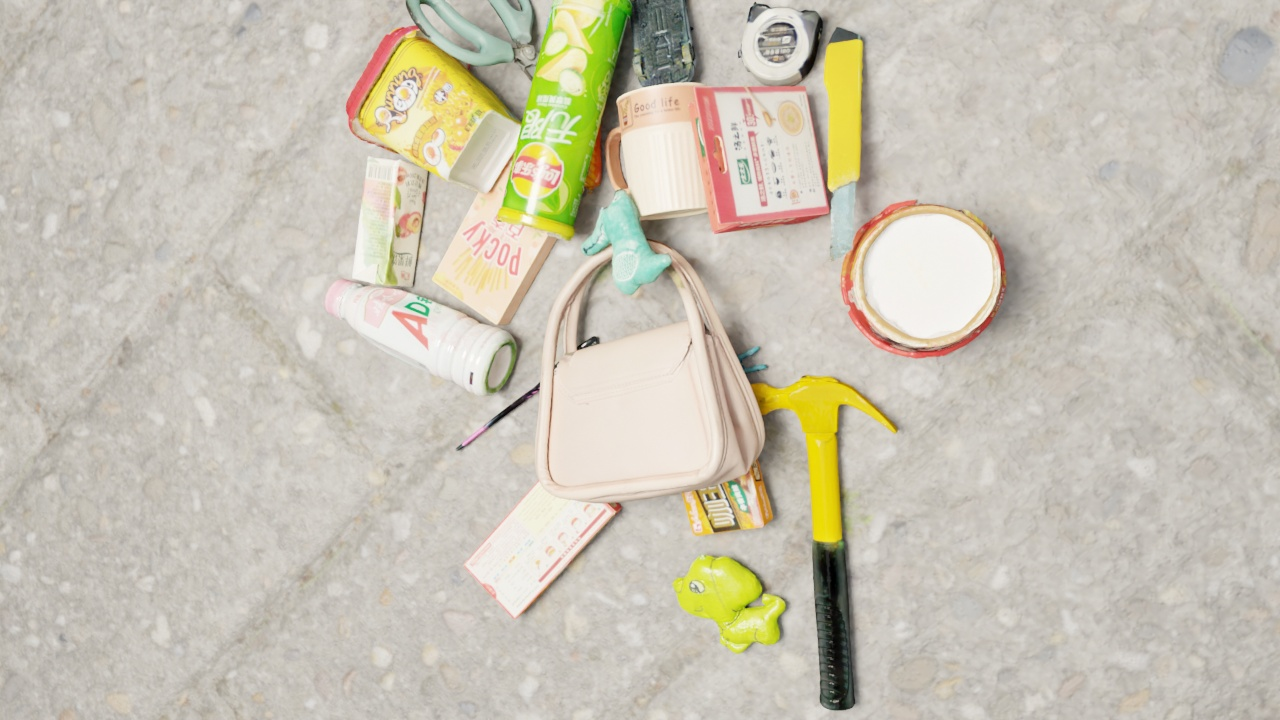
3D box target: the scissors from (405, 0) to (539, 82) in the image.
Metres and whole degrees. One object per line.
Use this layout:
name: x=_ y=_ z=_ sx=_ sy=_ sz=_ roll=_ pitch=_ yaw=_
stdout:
scissors: x=-0.137 y=-0.293 z=0.829 sx=0.019 sy=0.170 sz=0.177 roll=-31 pitch=93 yaw=47

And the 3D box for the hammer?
hammer: x=0.169 y=0.163 z=0.823 sx=0.129 sy=0.032 sz=0.301 roll=-3 pitch=93 yaw=17

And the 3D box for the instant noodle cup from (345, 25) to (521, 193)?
instant noodle cup: x=-0.182 y=-0.222 z=0.842 sx=0.123 sy=0.116 sz=0.116 roll=40 pitch=103 yaw=16

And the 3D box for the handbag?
handbag: x=-0.005 y=0.005 z=0.813 sx=0.194 sy=0.093 sz=0.234 roll=-14 pitch=81 yaw=29

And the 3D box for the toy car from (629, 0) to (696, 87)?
toy car: x=0.019 y=-0.298 z=0.828 sx=0.054 sy=0.036 sz=0.120 roll=-10 pitch=82 yaw=17

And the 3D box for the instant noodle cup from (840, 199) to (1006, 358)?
instant noodle cup: x=0.231 y=-0.065 z=0.749 sx=0.138 sy=0.108 sz=0.138 roll=1 pitch=95 yaw=15

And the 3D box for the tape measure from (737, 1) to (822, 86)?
tape measure: x=0.121 y=-0.274 z=0.802 sx=0.066 sy=0.033 sz=0.066 roll=17 pitch=96 yaw=15

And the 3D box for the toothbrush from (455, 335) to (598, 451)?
toothbrush: x=-0.112 y=0.037 z=0.901 sx=0.189 sy=0.014 sz=0.018 roll=-38 pitch=93 yaw=15

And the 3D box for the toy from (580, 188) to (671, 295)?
toy: x=-0.016 y=-0.100 z=0.793 sx=0.097 sy=0.030 sz=0.092 roll=-32 pitch=68 yaw=43

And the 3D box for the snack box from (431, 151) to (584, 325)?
snack box: x=-0.129 y=-0.121 z=0.886 sx=0.084 sy=0.026 sz=0.157 roll=33 pitch=102 yaw=11

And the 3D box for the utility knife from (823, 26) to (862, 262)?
utility knife: x=0.170 y=-0.184 z=0.775 sx=0.033 sy=0.015 sz=0.216 roll=-2 pitch=75 yaw=24

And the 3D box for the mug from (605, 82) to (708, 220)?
mug: x=0.014 y=-0.181 z=0.821 sx=0.115 sy=0.081 sz=0.106 roll=-3 pitch=95 yaw=42

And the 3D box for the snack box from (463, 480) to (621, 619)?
snack box: x=-0.097 y=0.173 z=0.899 sx=0.077 sy=0.027 sz=0.156 roll=44 pitch=104 yaw=9

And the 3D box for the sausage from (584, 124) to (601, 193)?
sausage: x=-0.048 y=-0.239 z=0.857 sx=0.021 sy=0.021 sz=0.165 roll=0 pitch=94 yaw=15

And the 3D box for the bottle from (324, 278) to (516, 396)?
bottle: x=-0.220 y=-0.029 z=0.899 sx=0.197 sy=0.068 sz=0.068 roll=22 pitch=99 yaw=16

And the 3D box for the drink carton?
drink carton: x=-0.248 y=-0.136 z=0.904 sx=0.045 sy=0.053 sz=0.122 roll=12 pitch=97 yaw=18

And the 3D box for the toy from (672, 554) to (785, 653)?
toy: x=0.083 y=0.223 z=0.852 sx=0.097 sy=0.031 sz=0.100 roll=-19 pitch=93 yaw=16

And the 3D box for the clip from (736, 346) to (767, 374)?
clip: x=0.088 y=0.006 z=0.843 sx=0.057 sy=0.014 sz=0.047 roll=-19 pitch=86 yaw=19

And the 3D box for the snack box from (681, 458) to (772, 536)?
snack box: x=0.065 y=0.080 z=0.839 sx=0.075 sy=0.026 sz=0.153 roll=-14 pitch=91 yaw=30

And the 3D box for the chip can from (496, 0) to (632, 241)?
chip can: x=-0.067 y=-0.222 z=0.812 sx=0.072 sy=0.072 sz=0.221 roll=17 pitch=96 yaw=13

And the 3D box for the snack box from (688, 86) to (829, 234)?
snack box: x=0.091 y=-0.169 z=0.772 sx=0.044 sy=0.126 sz=0.113 roll=-9 pitch=92 yaw=56
